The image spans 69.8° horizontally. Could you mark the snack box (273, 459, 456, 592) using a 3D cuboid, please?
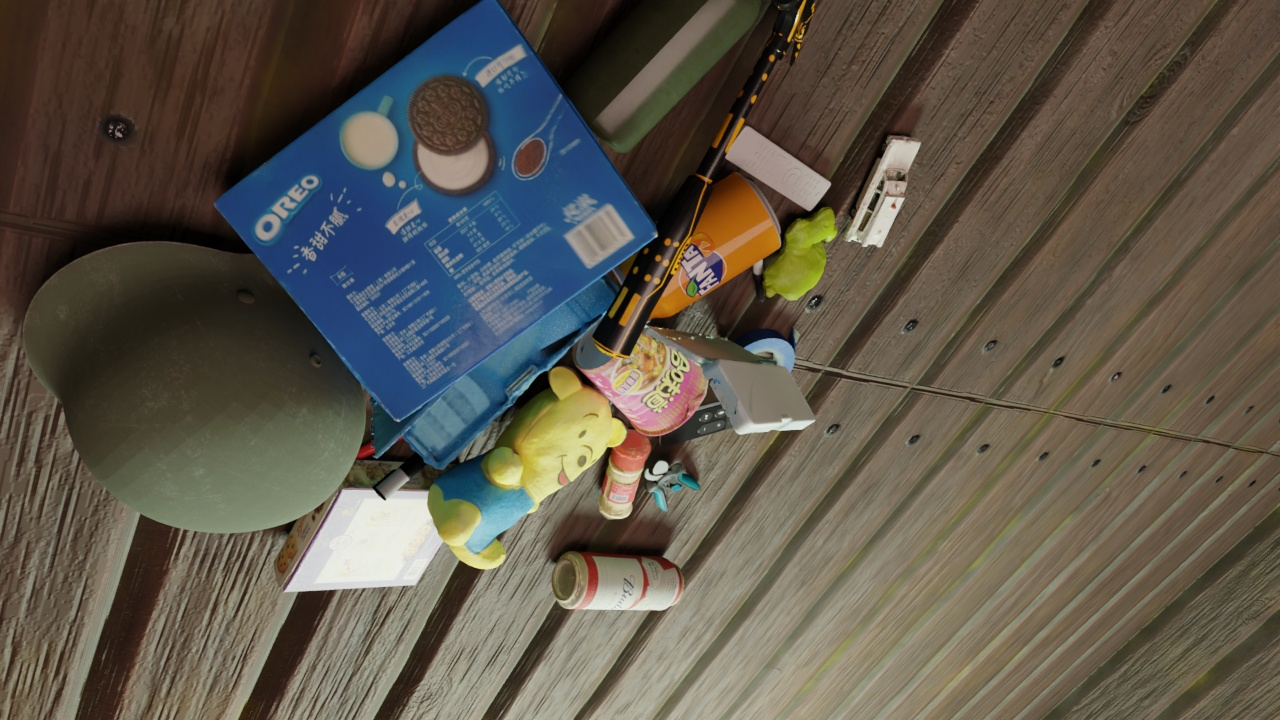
[{"bbox_3d":[-0.258,0.162,0.893,0.147,0.040,0.144,10,124,-45],"label":"snack box"}]

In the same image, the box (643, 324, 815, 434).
[{"bbox_3d":[0.092,0.013,0.856,0.049,0.136,0.197,-51,158,14],"label":"box"}]

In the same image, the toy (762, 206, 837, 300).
[{"bbox_3d":[0.158,-0.104,0.907,0.094,0.036,0.094,-28,134,-19],"label":"toy"}]

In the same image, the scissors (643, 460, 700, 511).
[{"bbox_3d":[0.035,0.142,1.058,0.153,0.019,0.128,-6,143,-40],"label":"scissors"}]

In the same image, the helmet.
[{"bbox_3d":[-0.307,0.036,0.673,0.227,0.153,0.268,-37,138,5],"label":"helmet"}]

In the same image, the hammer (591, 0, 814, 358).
[{"bbox_3d":[0.050,-0.143,0.730,0.321,0.036,0.123,-61,170,11],"label":"hammer"}]

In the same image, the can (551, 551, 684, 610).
[{"bbox_3d":[-0.026,0.272,1.126,0.170,0.067,0.067,14,121,-39],"label":"can"}]

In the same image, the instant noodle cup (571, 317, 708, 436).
[{"bbox_3d":[-0.005,0.005,0.876,0.098,0.097,0.108,-42,129,11],"label":"instant noodle cup"}]

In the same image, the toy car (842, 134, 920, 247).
[{"bbox_3d":[0.239,-0.162,0.895,0.039,0.039,0.113,-2,130,-29],"label":"toy car"}]

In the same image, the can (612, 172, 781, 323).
[{"bbox_3d":[0.048,-0.099,0.812,0.142,0.079,0.079,-32,138,0],"label":"can"}]

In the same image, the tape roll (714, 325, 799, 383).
[{"bbox_3d":[0.125,0.007,1.003,0.093,0.016,0.091,-11,134,-22],"label":"tape roll"}]

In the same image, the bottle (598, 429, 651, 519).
[{"bbox_3d":[-0.019,0.127,1.012,0.044,0.044,0.109,-7,132,-25],"label":"bottle"}]

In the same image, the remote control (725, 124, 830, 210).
[{"bbox_3d":[0.125,-0.175,0.836,0.130,0.012,0.033,20,115,-41],"label":"remote control"}]

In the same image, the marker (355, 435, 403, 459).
[{"bbox_3d":[-0.281,0.097,0.852,0.142,0.012,0.013,-27,138,-6],"label":"marker"}]

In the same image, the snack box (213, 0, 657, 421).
[{"bbox_3d":[-0.139,-0.101,0.650,0.239,0.056,0.195,-35,105,4],"label":"snack box"}]

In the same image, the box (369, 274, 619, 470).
[{"bbox_3d":[-0.129,-0.003,0.764,0.232,0.102,0.094,-42,95,12],"label":"box"}]

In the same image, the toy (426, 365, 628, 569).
[{"bbox_3d":[-0.110,0.098,0.875,0.213,0.084,0.149,-45,159,-19],"label":"toy"}]

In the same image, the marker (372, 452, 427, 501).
[{"bbox_3d":[-0.187,0.076,0.847,0.140,0.016,0.016,-43,143,-23],"label":"marker"}]

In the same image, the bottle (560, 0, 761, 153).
[{"bbox_3d":[0.034,-0.248,0.671,0.207,0.071,0.071,-44,137,12],"label":"bottle"}]

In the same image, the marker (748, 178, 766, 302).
[{"bbox_3d":[0.112,-0.112,0.888,0.011,0.011,0.152,-24,137,-9],"label":"marker"}]

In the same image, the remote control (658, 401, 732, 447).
[{"bbox_3d":[0.089,0.064,1.042,0.146,0.008,0.045,-14,135,-19],"label":"remote control"}]
